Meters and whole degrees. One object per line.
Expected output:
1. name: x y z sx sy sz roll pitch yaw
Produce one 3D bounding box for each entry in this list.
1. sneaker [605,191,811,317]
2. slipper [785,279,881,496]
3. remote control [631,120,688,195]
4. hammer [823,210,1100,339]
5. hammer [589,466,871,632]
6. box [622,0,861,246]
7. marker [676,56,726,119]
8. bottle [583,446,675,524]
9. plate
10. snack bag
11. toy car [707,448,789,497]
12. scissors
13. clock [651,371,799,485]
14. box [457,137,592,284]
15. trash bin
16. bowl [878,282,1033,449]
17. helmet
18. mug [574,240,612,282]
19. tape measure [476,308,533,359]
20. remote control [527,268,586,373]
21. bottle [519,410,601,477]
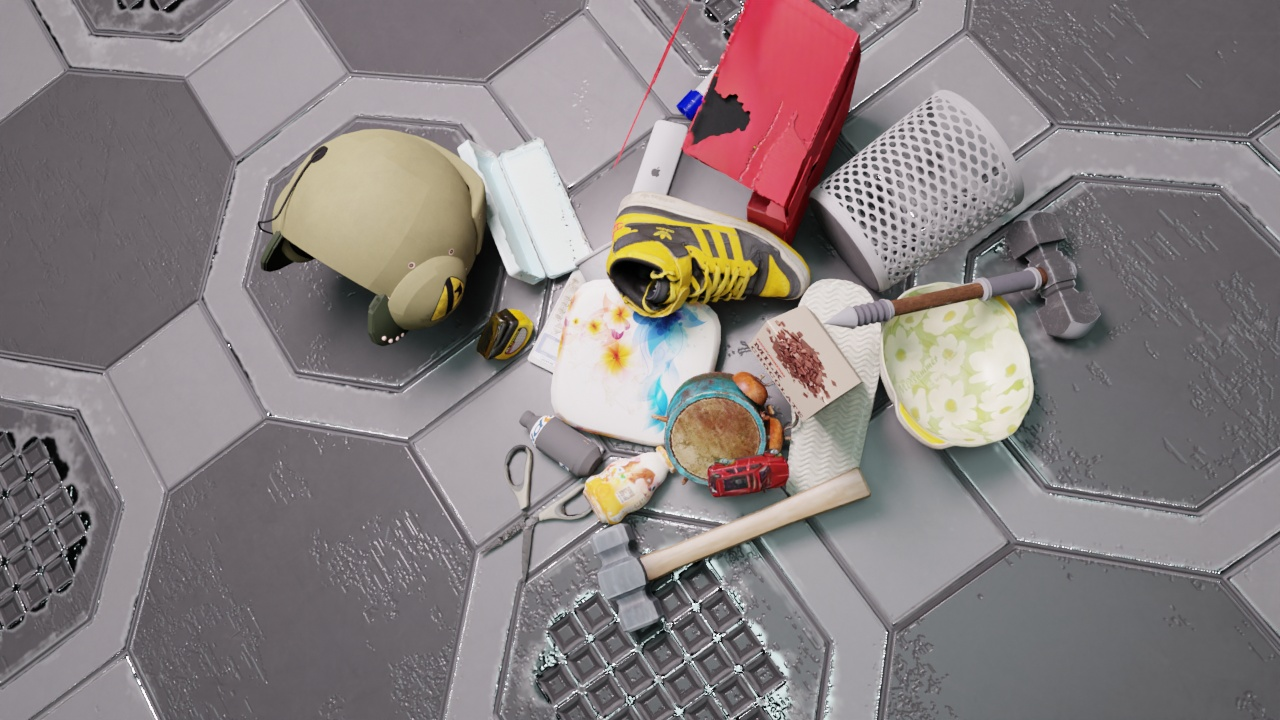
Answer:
1. sneaker: 0.073 -0.098 1.037 0.238 0.086 0.121 21 56 -1
2. slipper: 0.216 0.039 1.064 0.115 0.052 0.263 5 90 16
3. remote control: 0.020 -0.239 1.179 0.045 0.008 0.146 16 82 14
4. hammer: 0.340 -0.071 0.995 0.321 0.043 0.156 -12 75 -19
5. hammer: 0.103 0.198 1.041 0.323 0.051 0.117 -24 78 9
6. box: 0.149 -0.269 0.976 0.124 0.378 0.211 21 84 31
7. marker: 0.102 -0.368 1.182 0.133 0.023 0.027 -47 53 -1
8. bottle: -0.011 0.144 1.081 0.109 0.063 0.063 -31 74 -12
9. plate: -0.006 0.006 1.084 0.187 0.016 0.187 13 100 -1
10. snack bag: 0.170 0.003 0.942 0.070 0.206 0.094 -36 80 11
11. toy car: 0.119 0.127 1.012 0.091 0.036 0.042 -11 111 -1
12. scissors: -0.131 0.179 1.121 0.170 0.012 0.157 -24 73 4
13. clock: 0.102 0.071 1.052 0.158 0.073 0.121 -22 104 11
14. box: -0.147 -0.197 1.168 0.122 0.078 0.197 -20 73 -13
15. trash bin: 0.305 -0.185 1.040 0.183 0.156 0.156 -36 74 5
16. bowl: 0.337 0.011 1.018 0.188 0.060 0.218 39 64 -1
17. helmet: -0.295 -0.154 1.084 0.250 0.255 0.233 31 89 14
18. mug: -0.019 -0.115 1.126 0.085 0.112 0.070 -25 96 46
19. tape measure: -0.169 -0.035 1.146 0.037 0.064 0.066 42 121 23
20. remote control: -0.091 -0.050 1.161 0.050 0.011 0.135 26 85 15
21. bottle: -0.099 0.098 1.114 0.112 0.047 0.047 34 86 15
